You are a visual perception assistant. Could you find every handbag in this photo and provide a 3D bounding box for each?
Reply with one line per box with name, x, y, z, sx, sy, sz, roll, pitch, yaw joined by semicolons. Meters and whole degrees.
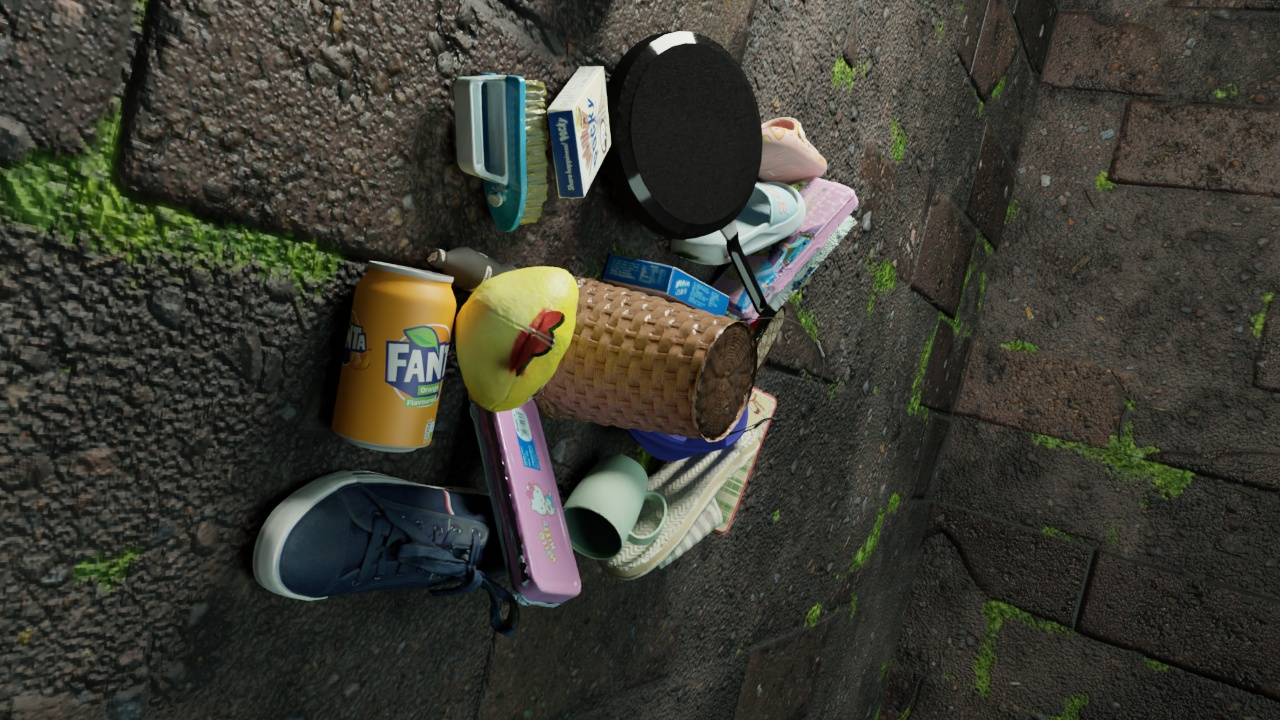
handbag;0.159;-0.006;1.338;0.166;0.063;0.138;-60;155;-24

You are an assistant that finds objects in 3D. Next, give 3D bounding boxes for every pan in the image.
pan;0.082;-0.197;1.045;0.224;0.034;0.356;-45;121;-28

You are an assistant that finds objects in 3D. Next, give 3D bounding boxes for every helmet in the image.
helmet;0.095;0.028;1.089;0.241;0.228;0.147;-10;79;-57

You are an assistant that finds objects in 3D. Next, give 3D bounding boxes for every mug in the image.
mug;-0.024;0.170;1.057;0.103;0.111;0.084;-56;162;-46

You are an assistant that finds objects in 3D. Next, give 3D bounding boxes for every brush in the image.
brush;-0.123;-0.179;0.802;0.075;0.055;0.136;-21;121;-43

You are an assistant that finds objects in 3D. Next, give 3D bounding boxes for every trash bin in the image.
trash bin;-0.006;0.005;0.920;0.150;0.210;0.151;-30;128;-49

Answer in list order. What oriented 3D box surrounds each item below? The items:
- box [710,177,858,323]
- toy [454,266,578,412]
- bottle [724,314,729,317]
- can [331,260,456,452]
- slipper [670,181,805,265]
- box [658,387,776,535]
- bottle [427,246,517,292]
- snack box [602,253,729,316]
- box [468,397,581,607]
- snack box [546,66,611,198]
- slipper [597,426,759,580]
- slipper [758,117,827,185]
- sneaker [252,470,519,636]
box;0.200;-0.141;1.250;0.230;0.085;0.077;-47;134;-8
toy;-0.109;-0.021;0.793;0.133;0.092;0.208;-60;-177;-9
bottle;0.131;-0.093;1.277;0.030;0.030;0.113;38;70;-57
can;-0.196;-0.003;0.733;0.079;0.079;0.142;3;100;-59
slipper;0.129;-0.188;1.168;0.244;0.104;0.074;-33;133;-43
box;0.097;0.121;1.229;0.205;0.117;0.050;-65;-176;-14
bottle;-0.148;-0.079;0.820;0.109;0.036;0.036;18;87;-59
snack box;0.033;-0.083;1.065;0.151;0.087;0.034;17;89;-60
box;-0.110;0.123;0.853;0.076;0.036;0.214;26;41;-54
snack box;-0.056;-0.218;0.865;0.149;0.026;0.082;-76;164;-57
slipper;0.052;0.170;1.122;0.271;0.115;0.054;-44;129;-33
slipper;0.192;-0.292;1.241;0.197;0.093;0.081;8;76;-65
sneaker;-0.183;0.167;0.787;0.294;0.127;0.120;13;90;-57
